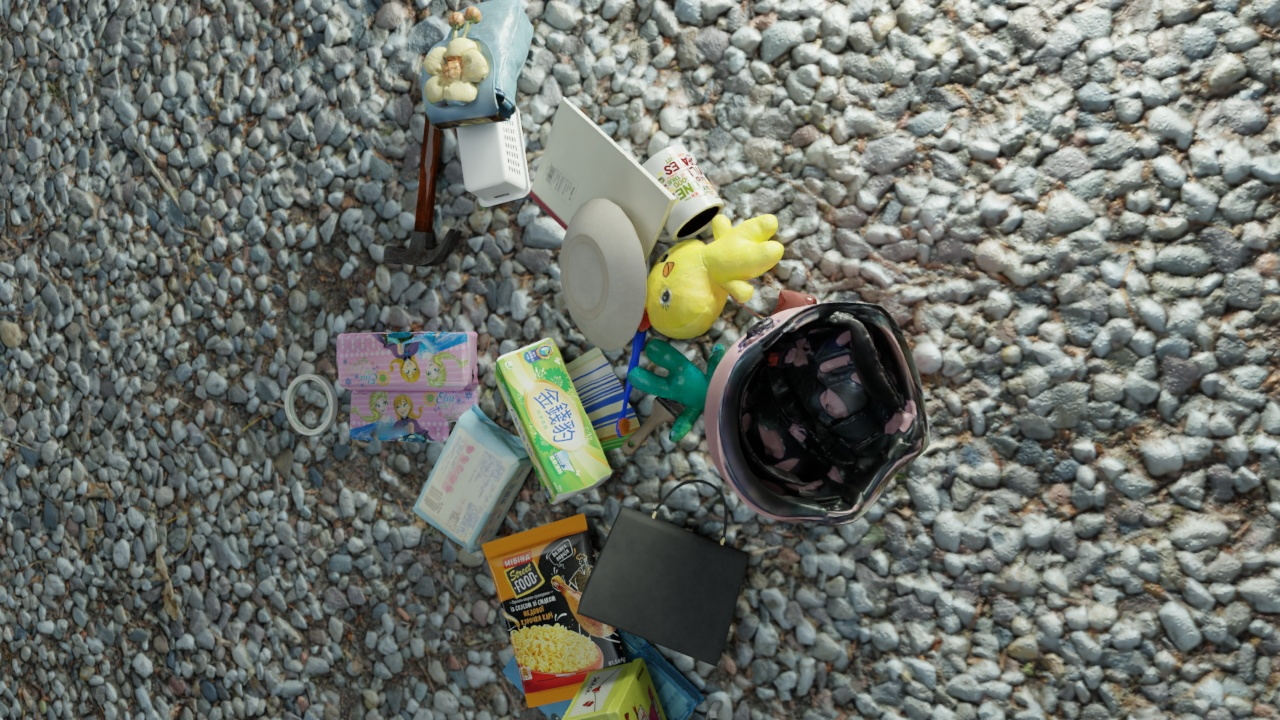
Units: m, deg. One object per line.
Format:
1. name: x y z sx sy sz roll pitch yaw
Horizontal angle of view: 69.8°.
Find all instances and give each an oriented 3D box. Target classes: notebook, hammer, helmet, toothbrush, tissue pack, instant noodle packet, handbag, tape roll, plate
1. notebook: -0.054 -0.205 1.145 0.209 0.012 0.153 46 134 21
2. hammer: -0.293 -0.281 1.279 0.111 0.028 0.300 8 94 24
3. helmet: 0.170 0.050 0.993 0.255 0.153 0.230 -37 109 -16
4. toothbrush: -0.007 0.007 1.146 0.018 0.016 0.182 -8 68 59
5. tissue pack: -0.220 0.160 1.237 0.112 0.070 0.182 33 101 19
6. instant noodle packet: -0.109 0.323 1.178 0.160 0.032 0.220 -20 83 22
7. toothbrush: 0.068 0.437 1.059 0.010 0.181 0.010 -11 92 20
8. handbag: 0.042 0.237 1.109 0.176 0.072 0.195 21 88 0
9. handbag: -0.209 -0.386 1.165 0.122 0.118 0.191 0 63 22
10. tape roll: -0.496 0.066 1.382 0.093 0.013 0.093 1 92 23
11. plate: -0.057 -0.104 1.130 0.189 0.027 0.189 19 114 52
12. tissue pack: -0.084 0.067 1.163 0.141 0.120 0.197 -23 88 -15
13. handbag: 0.149 -0.071 1.099 0.120 0.029 0.055 26 103 26

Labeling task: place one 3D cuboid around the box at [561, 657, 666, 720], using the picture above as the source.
1. box: -0.005 0.486 1.088 0.081 0.124 0.221 -21 94 18

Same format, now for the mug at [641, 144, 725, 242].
1. mug: 0.039 -0.194 1.120 0.089 0.073 0.105 57 136 12

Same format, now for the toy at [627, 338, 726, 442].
1. toy: 0.082 0.043 1.092 0.193 0.072 0.131 30 104 -1

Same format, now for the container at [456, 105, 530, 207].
1. container: -0.201 -0.278 1.227 0.081 0.049 0.129 -9 88 23

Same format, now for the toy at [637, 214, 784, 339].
1. toy: 0.078 -0.096 1.078 0.208 0.092 0.133 -37 40 34

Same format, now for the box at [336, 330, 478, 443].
1. box: -0.332 0.039 1.303 0.231 0.035 0.159 -1 92 24

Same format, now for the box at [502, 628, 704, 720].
1. box: -0.053 0.418 1.192 0.231 0.033 0.175 40 107 17

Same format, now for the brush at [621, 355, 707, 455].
1. brush: 0.032 0.058 1.130 0.151 0.012 0.039 -45 81 -4
